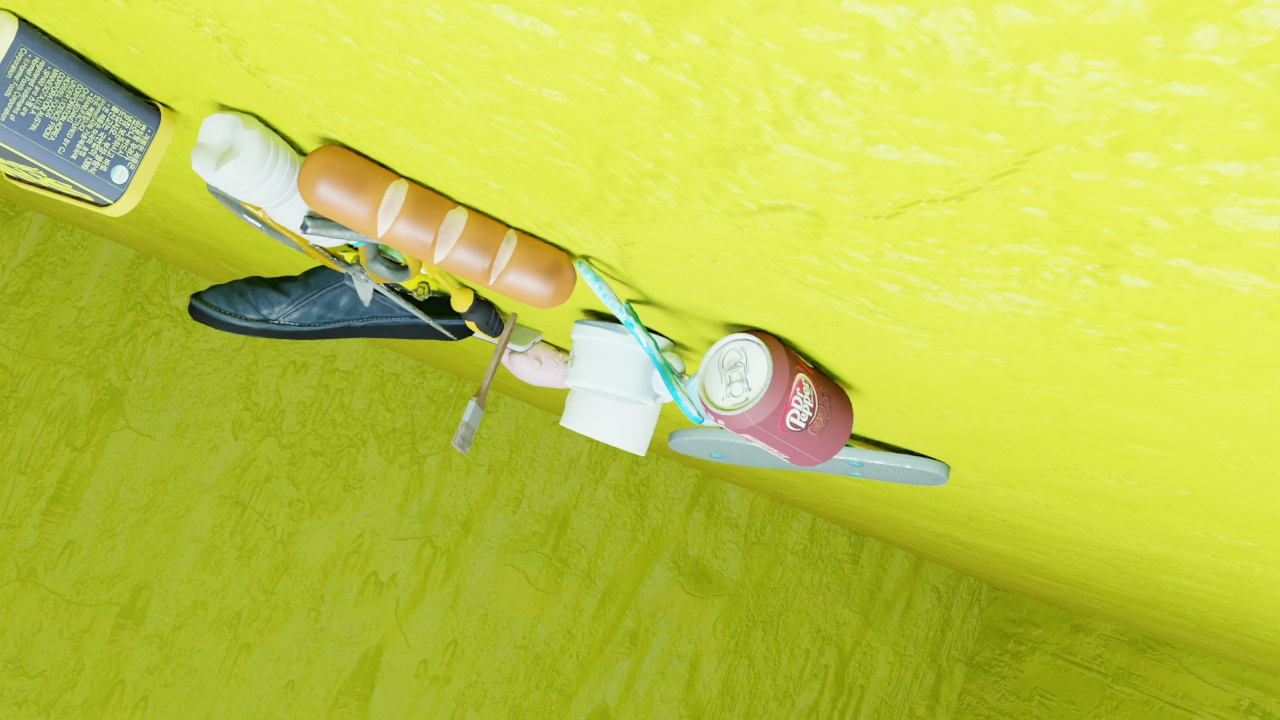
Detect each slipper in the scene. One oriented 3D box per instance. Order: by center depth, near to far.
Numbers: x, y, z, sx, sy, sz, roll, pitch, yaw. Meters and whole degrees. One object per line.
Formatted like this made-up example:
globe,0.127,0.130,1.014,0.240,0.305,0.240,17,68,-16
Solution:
slipper,0.152,0.074,0.866,0.269,0.054,0.098,6,165,22
slipper,-0.281,-0.071,0.869,0.265,0.083,0.109,0,-158,-30

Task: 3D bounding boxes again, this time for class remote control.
remote control,-0.176,-0.039,0.969,0.147,0.008,0.045,18,-151,18

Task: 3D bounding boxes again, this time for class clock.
clock,-0.004,0.004,0.724,0.117,0.057,0.083,13,172,3

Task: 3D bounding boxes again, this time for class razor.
razor,-0.160,-0.077,0.575,0.105,0.026,0.042,4,-172,-42

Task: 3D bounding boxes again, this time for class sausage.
sausage,-0.112,-0.073,0.522,0.164,0.039,0.044,24,175,-20

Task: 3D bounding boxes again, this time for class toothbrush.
toothbrush,-0.161,-0.055,0.841,0.031,0.031,0.197,15,168,14

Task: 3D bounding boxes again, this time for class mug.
mug,-0.029,0.028,0.830,0.081,0.087,0.114,26,171,-35

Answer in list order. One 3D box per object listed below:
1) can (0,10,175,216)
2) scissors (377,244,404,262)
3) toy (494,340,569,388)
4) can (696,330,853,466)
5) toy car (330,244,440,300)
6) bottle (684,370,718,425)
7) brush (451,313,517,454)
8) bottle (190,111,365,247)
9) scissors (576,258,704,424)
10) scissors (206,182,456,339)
can,-0.369,-0.150,0.541,0.135,0.075,0.104,17,169,27
scissors,-0.237,-0.108,0.705,0.166,0.024,0.171,25,172,14
toy,-0.122,0.001,1.036,0.102,0.050,0.093,19,176,40
can,0.088,0.026,0.590,0.063,0.063,0.114,15,171,40
toy car,-0.227,-0.081,0.809,0.106,0.030,0.049,19,-177,-44
bottle,0.065,0.026,0.680,0.040,0.040,0.130,19,-176,16
brush,-0.147,0.020,0.882,0.008,0.143,0.045,19,164,6
bottle,-0.208,-0.102,0.556,0.044,0.044,0.136,18,172,20
scissors,0.006,-0.007,0.565,0.140,0.011,0.134,56,-176,37
scissors,-0.222,-0.077,0.706,0.225,0.016,0.230,36,160,-28
